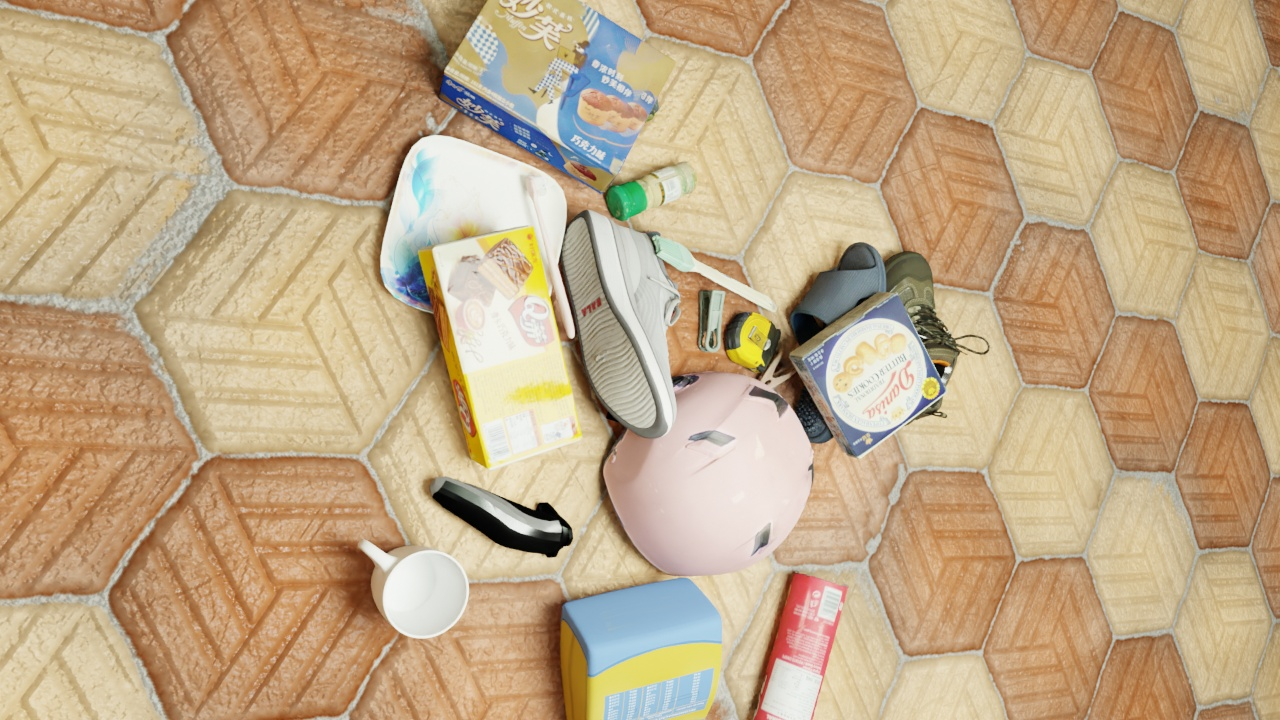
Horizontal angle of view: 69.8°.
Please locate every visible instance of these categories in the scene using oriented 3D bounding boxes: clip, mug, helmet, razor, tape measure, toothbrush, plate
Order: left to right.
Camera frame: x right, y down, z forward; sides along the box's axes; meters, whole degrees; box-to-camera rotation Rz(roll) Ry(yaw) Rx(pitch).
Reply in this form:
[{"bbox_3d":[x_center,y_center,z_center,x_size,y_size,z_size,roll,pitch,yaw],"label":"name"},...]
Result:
[{"bbox_3d":[-0.230,0.208,0.885,0.114,0.088,0.080,45,68,-18],"label":"mug"},{"bbox_3d":[-0.175,-0.131,0.974,0.186,0.016,0.187,16,80,-26],"label":"plate"},{"bbox_3d":[-0.147,0.161,0.954,0.156,0.057,0.060,22,45,-25],"label":"razor"},{"bbox_3d":[-0.094,-0.112,0.997,0.018,0.016,0.181,-16,94,-34],"label":"toothbrush"},{"bbox_3d":[0.080,-0.048,1.105,0.023,0.049,0.078,3,103,-26],"label":"clip"},{"bbox_3d":[0.098,0.120,1.034,0.254,0.153,0.230,-33,98,-32],"label":"helmet"},{"bbox_3d":[0.136,-0.026,1.119,0.064,0.037,0.065,36,72,-22],"label":"tape measure"},{"bbox_3d":[0.162,0.011,1.127,0.060,0.024,0.039,-33,102,10],"label":"clip"}]

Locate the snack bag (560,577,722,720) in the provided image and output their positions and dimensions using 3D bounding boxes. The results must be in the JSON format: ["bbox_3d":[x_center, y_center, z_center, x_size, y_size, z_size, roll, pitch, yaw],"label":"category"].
[{"bbox_3d":[-0.002,0.354,0.993,0.158,0.102,0.205,-6,111,-23],"label":"snack bag"}]

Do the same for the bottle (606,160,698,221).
[{"bbox_3d":[0.014,-0.198,1.064,0.110,0.043,0.043,-26,99,-27],"label":"bottle"}]

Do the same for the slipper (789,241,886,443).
[{"bbox_3d":[0.229,-0.031,1.135,0.082,0.101,0.263,20,82,-26],"label":"slipper"}]

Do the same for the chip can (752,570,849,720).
[{"bbox_3d":[0.186,0.374,1.103,0.073,0.073,0.232,25,75,-24],"label":"chip can"}]

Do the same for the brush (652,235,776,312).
[{"bbox_3d":[0.094,-0.098,1.084,0.217,0.012,0.033,22,44,-41],"label":"brush"}]

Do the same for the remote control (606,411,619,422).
[{"bbox_3d":[-0.006,0.006,1.040,0.030,0.009,0.139,16,67,-1],"label":"remote control"}]

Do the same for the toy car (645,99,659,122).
[{"bbox_3d":[-0.027,-0.285,1.051,0.106,0.030,0.049,-24,91,-18],"label":"toy car"}]

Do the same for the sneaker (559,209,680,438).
[{"bbox_3d":[0.003,-0.040,1.009,0.128,0.097,0.262,-3,68,-38],"label":"sneaker"}]

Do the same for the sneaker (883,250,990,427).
[{"bbox_3d":[0.361,-0.032,1.178,0.101,0.143,0.237,7,83,-27],"label":"sneaker"}]

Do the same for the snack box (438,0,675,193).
[{"bbox_3d":[-0.088,-0.300,0.980,0.202,0.069,0.154,29,73,-11],"label":"snack box"}]

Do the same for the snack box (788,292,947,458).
[{"bbox_3d":[0.270,0.016,1.083,0.144,0.043,0.145,-34,102,-12],"label":"snack box"}]

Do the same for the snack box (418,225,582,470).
[{"bbox_3d":[-0.141,-0.015,0.942,0.109,0.062,0.230,-17,102,-24],"label":"snack box"}]
